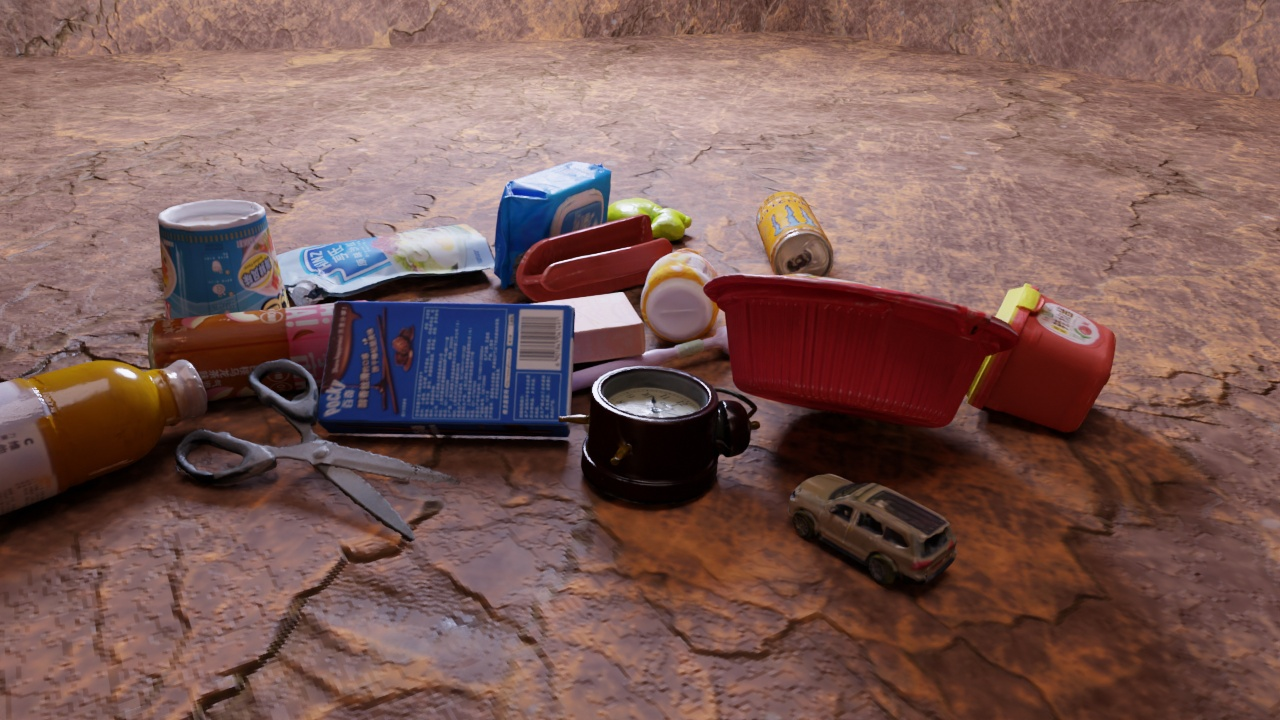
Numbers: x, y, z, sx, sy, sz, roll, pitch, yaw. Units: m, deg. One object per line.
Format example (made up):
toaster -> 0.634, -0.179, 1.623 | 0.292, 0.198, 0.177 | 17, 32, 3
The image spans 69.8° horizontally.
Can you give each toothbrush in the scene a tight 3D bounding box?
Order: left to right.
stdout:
toothbrush -> -0.004, 0.004, 0.669 | 0.188, 0.021, 0.029 | -15, 62, -29

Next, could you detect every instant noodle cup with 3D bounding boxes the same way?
instant noodle cup -> -0.304, -0.057, 0.671 | 0.099, 0.110, 0.099 | 1, 24, -1
instant noodle cup -> 0.128, -0.001, 0.572 | 0.194, 0.066, 0.194 | 11, -3, 0

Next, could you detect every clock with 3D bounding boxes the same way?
clock -> 0.017, 0.039, 0.550 | 0.121, 0.055, 0.082 | -14, 29, -34

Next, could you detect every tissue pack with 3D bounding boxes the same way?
tissue pack -> -0.079, -0.129, 0.860 | 0.052, 0.095, 0.156 | 21, 31, 24

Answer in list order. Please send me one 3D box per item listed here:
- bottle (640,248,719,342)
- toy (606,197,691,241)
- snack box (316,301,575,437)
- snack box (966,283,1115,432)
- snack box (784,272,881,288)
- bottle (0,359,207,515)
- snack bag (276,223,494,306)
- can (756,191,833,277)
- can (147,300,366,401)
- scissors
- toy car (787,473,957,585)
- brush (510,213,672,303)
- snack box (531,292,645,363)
bottle -> 0.035, -0.059, 0.753 | 0.063, 0.063, 0.108 | 4, 25, 5
toy -> 0.005, -0.154, 0.994 | 0.100, 0.031, 0.096 | 8, 28, 13
snack box -> -0.122, 0.005, 0.593 | 0.157, 0.026, 0.084 | 1, 67, -1
snack box -> 0.275, 0.002, 0.631 | 0.080, 0.082, 0.091 | 27, 33, 18
snack box -> 0.140, -0.051, 0.745 | 0.075, 0.026, 0.153 | 13, 13, 26
bottle -> -0.337, 0.044, 0.500 | 0.068, 0.068, 0.189 | 22, 31, 36
snack bag -> -0.238, -0.090, 0.835 | 0.190, 0.039, 0.110 | -14, 41, -29
can -> 0.149, -0.120, 0.897 | 0.058, 0.058, 0.145 | 2, 25, 0
can -> -0.251, -0.006, 0.627 | 0.147, 0.058, 0.058 | -8, 27, -19
scissors -> -0.190, 0.051, 0.531 | 0.159, 0.014, 0.170 | -16, 48, -5
toy car -> 0.120, 0.085, 0.486 | 0.042, 0.035, 0.090 | -18, 29, -39
brush -> -0.043, -0.086, 0.806 | 0.145, 0.063, 0.069 | -19, 19, -34
snack box -> -0.081, -0.019, 0.680 | 0.157, 0.026, 0.084 | -7, 21, -8
